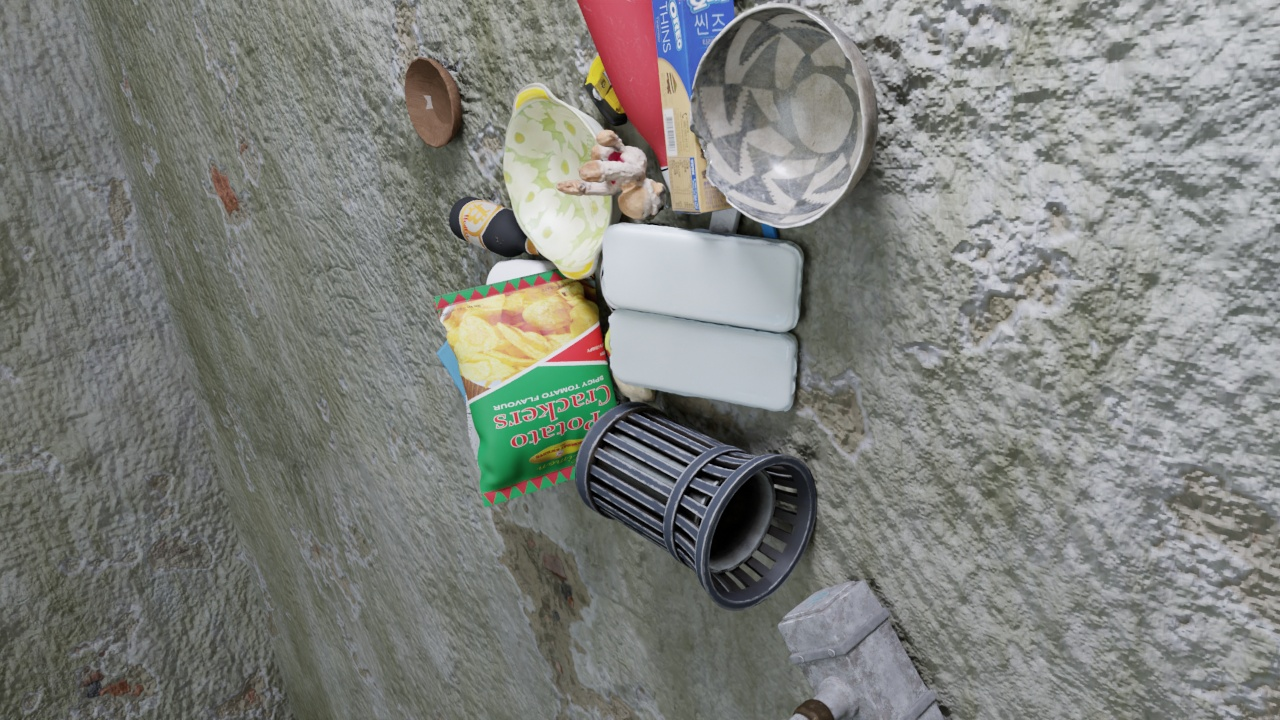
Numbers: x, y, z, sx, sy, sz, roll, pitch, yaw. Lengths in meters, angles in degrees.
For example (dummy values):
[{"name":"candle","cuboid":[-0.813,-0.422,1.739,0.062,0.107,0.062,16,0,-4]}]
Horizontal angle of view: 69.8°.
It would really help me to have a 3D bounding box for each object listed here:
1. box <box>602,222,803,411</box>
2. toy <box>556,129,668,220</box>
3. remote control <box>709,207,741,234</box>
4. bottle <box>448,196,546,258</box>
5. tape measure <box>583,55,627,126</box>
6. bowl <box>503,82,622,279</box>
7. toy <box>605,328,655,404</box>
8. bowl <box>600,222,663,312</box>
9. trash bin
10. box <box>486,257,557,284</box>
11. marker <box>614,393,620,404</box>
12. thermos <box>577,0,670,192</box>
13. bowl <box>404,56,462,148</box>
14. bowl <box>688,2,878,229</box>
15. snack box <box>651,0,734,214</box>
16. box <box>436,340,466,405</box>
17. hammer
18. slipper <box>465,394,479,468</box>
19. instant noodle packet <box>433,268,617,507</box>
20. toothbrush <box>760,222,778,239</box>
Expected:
[{"name":"box","cuboid":[0.059,-0.043,0.929,0.209,0.037,0.189,12,116,20]},{"name":"toy","cuboid":[-0.020,-0.175,0.921,0.106,0.074,0.085,30,156,-19]},{"name":"remote control","cuboid":[0.082,-0.119,0.931,0.033,0.012,0.131,43,137,38]},{"name":"bottle","cuboid":[-0.170,-0.162,1.168,0.182,0.059,0.059,25,126,40]},{"name":"tape measure","cuboid":[-0.027,-0.287,0.954,0.065,0.037,0.064,59,142,9]},{"name":"bowl","cuboid":[-0.076,-0.205,1.037,0.189,0.060,0.219,-2,107,49]},{"name":"toy","cuboid":[-0.006,0.006,1.076,0.092,0.046,0.115,38,142,32]},{"name":"bowl","cuboid":[-0.004,-0.084,0.999,0.120,0.066,0.120,30,130,44]},{"name":"trash bin","cuboid":[0.048,0.142,0.993,0.228,0.163,0.164,23,125,46]},{"name":"box","cuboid":[-0.153,-0.057,1.149,0.106,0.080,0.150,14,78,48]},{"name":"marker","cuboid":[-0.068,0.007,1.166,0.124,0.021,0.018,54,141,13]},{"name":"thermos","cuboid":[0.008,-0.274,0.891,0.073,0.073,0.240,-5,112,51]},{"name":"bowl","cuboid":[-0.268,-0.343,1.214,0.118,0.030,0.118,25,127,40]},{"name":"bowl","cuboid":[0.133,-0.206,0.772,0.178,0.081,0.179,25,126,40]},{"name":"snack box","cuboid":[0.056,-0.242,0.847,0.057,0.056,0.207,23,122,61]},{"name":"box","cuboid":[-0.207,0.053,1.346,0.093,0.052,0.231,-45,73,33]},{"name":"hammer","cuboid":[0.140,0.354,0.853,0.080,0.325,0.177,-38,79,51]},{"name":"slipper","cuboid":[-0.204,0.044,1.252,0.075,0.112,0.246,-7,77,11]},{"name":"instant noodle packet","cuboid":[-0.121,0.026,1.091,0.090,0.195,0.253,10,114,66]},{"name":"toothbrush","cuboid":[0.118,-0.157,0.875,0.016,0.014,0.167,3,115,52]}]
